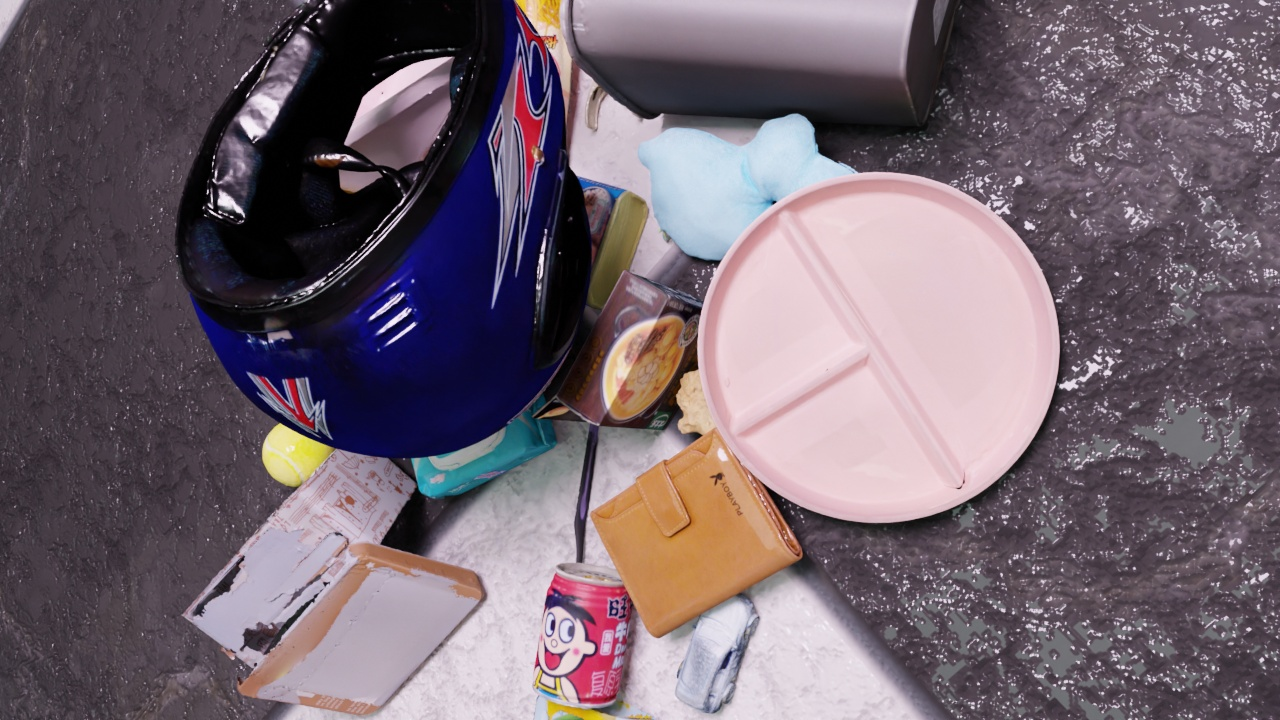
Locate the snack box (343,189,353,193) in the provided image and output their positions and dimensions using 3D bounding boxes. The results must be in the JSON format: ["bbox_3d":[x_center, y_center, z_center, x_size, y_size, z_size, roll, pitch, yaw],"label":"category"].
[{"bbox_3d":[-0.263,-0.060,0.835,0.210,0.070,0.158,44,107,29],"label":"snack box"}]

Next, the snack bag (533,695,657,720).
[{"bbox_3d":[-0.045,0.354,0.697,0.110,0.038,0.191,8,88,17],"label":"snack bag"}]

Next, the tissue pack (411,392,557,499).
[{"bbox_3d":[-0.135,0.052,0.773,0.134,0.050,0.093,-27,71,22],"label":"tissue pack"}]

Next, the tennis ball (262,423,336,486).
[{"bbox_3d":[-0.318,0.086,0.857,0.066,0.065,0.065,-4,82,27],"label":"tennis ball"}]

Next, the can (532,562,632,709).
[{"bbox_3d":[-0.043,0.206,0.695,0.067,0.066,0.093,8,87,28],"label":"can"}]

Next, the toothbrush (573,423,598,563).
[{"bbox_3d":[-0.047,0.110,0.741,0.017,0.014,0.189,5,86,41],"label":"toothbrush"}]

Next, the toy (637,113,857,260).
[{"bbox_3d":[0.072,-0.121,0.675,0.161,0.049,0.157,47,128,2],"label":"toy"}]

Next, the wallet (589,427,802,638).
[{"bbox_3d":[0.035,0.123,0.654,0.132,0.031,0.107,-36,74,25],"label":"wallet"}]

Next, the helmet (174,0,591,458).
[{"bbox_3d":[-0.146,-0.086,0.626,0.248,0.240,0.314,5,66,23],"label":"helmet"}]

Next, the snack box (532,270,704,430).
[{"bbox_3d":[-0.004,0.004,0.673,0.053,0.113,0.126,33,100,26],"label":"snack box"}]

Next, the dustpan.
[{"bbox_3d":[-0.243,-0.255,0.773,0.274,0.138,0.222,-52,39,31],"label":"dustpan"}]

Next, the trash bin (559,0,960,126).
[{"bbox_3d":[0.096,-0.261,0.620,0.220,0.198,0.199,15,93,21],"label":"trash bin"}]

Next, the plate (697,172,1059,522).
[{"bbox_3d":[0.153,-0.008,0.610,0.230,0.028,0.229,0,91,13],"label":"plate"}]

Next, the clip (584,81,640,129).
[{"bbox_3d":[-0.026,-0.246,0.762,0.071,0.034,0.100,-5,86,26],"label":"clip"}]

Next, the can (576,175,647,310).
[{"bbox_3d":[-0.051,-0.099,0.744,0.083,0.057,0.102,21,94,26],"label":"can"}]

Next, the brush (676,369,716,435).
[{"bbox_3d":[0.126,-0.026,0.654,0.255,0.045,0.083,-45,67,12],"label":"brush"}]

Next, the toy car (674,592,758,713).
[{"bbox_3d":[0.053,0.210,0.665,0.043,0.034,0.090,21,92,31],"label":"toy car"}]

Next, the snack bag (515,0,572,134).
[{"bbox_3d":[-0.111,-0.241,0.797,0.129,0.073,0.208,12,97,28],"label":"snack bag"}]

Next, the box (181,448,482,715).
[{"bbox_3d":[-0.245,0.197,0.783,0.187,0.154,0.183,43,107,-13],"label":"box"}]
